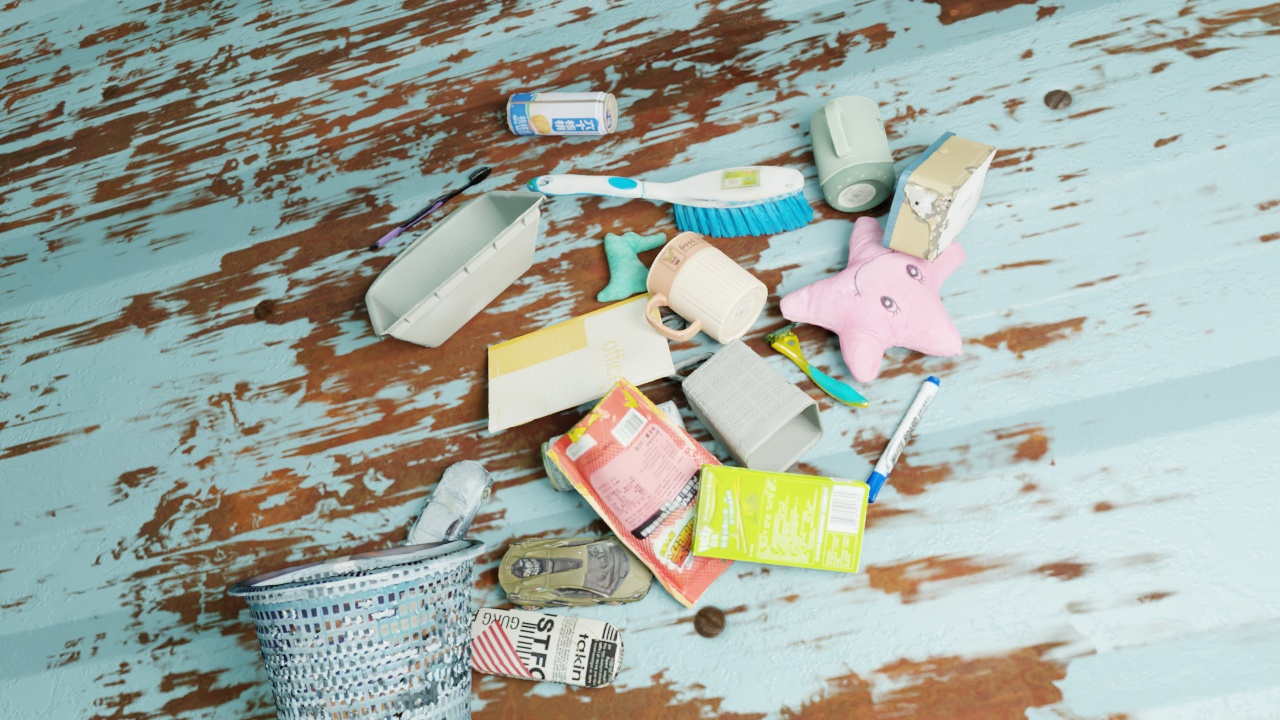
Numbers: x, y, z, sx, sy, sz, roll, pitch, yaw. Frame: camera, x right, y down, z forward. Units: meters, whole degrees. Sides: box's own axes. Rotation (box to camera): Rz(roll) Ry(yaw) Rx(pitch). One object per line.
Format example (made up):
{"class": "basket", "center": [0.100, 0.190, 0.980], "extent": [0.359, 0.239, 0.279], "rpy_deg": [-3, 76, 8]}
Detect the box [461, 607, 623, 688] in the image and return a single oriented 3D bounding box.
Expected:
{"class": "box", "center": [-0.097, 0.274, 0.882], "extent": [0.164, 0.055, 0.070], "rpy_deg": [0, 83, 15]}

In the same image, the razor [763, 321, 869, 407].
{"class": "razor", "center": [0.186, 0.010, 0.953], "extent": [0.043, 0.028, 0.132], "rpy_deg": [-23, 52, -34]}

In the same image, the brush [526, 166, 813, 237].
{"class": "brush", "center": [0.035, -0.186, 1.046], "extent": [0.315, 0.109, 0.060], "rpy_deg": [-3, 66, 13]}

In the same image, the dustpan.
{"class": "dustpan", "center": [-0.228, -0.124, 1.040], "extent": [0.222, 0.258, 0.142], "rpy_deg": [-42, 85, -8]}

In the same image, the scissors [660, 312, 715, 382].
{"class": "scissors", "center": [0.002, 0.009, 0.992], "extent": [0.178, 0.014, 0.159], "rpy_deg": [4, 52, 15]}

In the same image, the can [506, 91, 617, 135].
{"class": "can", "center": [-0.100, -0.317, 1.180], "extent": [0.135, 0.053, 0.053], "rpy_deg": [4, 65, 17]}

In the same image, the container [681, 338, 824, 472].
{"class": "container", "center": [0.109, 0.050, 0.921], "extent": [0.090, 0.090, 0.114], "rpy_deg": [-39, 58, -7]}

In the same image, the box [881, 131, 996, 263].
{"class": "box", "center": [0.310, -0.173, 0.944], "extent": [0.060, 0.090, 0.183], "rpy_deg": [23, 35, 21]}

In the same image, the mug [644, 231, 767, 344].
{"class": "mug", "center": [0.062, -0.068, 0.992], "extent": [0.114, 0.082, 0.106], "rpy_deg": [-42, 63, -17]}

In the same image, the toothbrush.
{"class": "toothbrush", "center": [-0.273, -0.198, 1.190], "extent": [0.189, 0.014, 0.016], "rpy_deg": [-35, 53, -4]}

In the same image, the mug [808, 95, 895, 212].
{"class": "mug", "center": [0.231, -0.233, 1.016], "extent": [0.082, 0.111, 0.106], "rpy_deg": [-16, 62, 23]}

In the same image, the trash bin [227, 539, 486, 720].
{"class": "trash bin", "center": [-0.241, 0.278, 0.830], "extent": [0.227, 0.226, 0.195], "rpy_deg": [-9, 85, 10]}

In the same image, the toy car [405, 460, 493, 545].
{"class": "toy car", "center": [-0.204, 0.161, 0.978], "extent": [0.054, 0.037, 0.120], "rpy_deg": [19, 67, 23]}

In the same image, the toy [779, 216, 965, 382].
{"class": "toy", "center": [0.262, -0.065, 0.944], "extent": [0.178, 0.075, 0.194], "rpy_deg": [41, 74, 22]}

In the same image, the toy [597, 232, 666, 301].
{"class": "toy", "center": [-0.012, -0.116, 1.070], "extent": [0.096, 0.030, 0.091], "rpy_deg": [-15, 63, 1]}

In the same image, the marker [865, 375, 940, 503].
{"class": "marker", "center": [0.258, 0.077, 0.907], "extent": [0.017, 0.017, 0.145], "rpy_deg": [27, 73, 25]}

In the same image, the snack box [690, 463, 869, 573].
{"class": "snack box", "center": [0.129, 0.147, 0.855], "extent": [0.156, 0.026, 0.086], "rpy_deg": [6, 93, -2]}

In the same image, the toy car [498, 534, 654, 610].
{"class": "toy car", "center": [-0.064, 0.208, 0.914], "extent": [0.158, 0.042, 0.070], "rpy_deg": [-6, 63, 9]}

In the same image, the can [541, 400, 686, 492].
{"class": "can", "center": [-0.025, 0.090, 0.952], "extent": [0.147, 0.058, 0.058], "rpy_deg": [-18, 61, 6]}

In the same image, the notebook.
{"class": "notebook", "center": [-0.071, -0.001, 1.011], "extent": [0.206, 0.010, 0.145], "rpy_deg": [-18, 40, 6]}

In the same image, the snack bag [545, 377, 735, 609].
{"class": "snack bag", "center": [0.018, 0.124, 0.888], "extent": [0.208, 0.073, 0.128], "rpy_deg": [44, 84, 0]}
